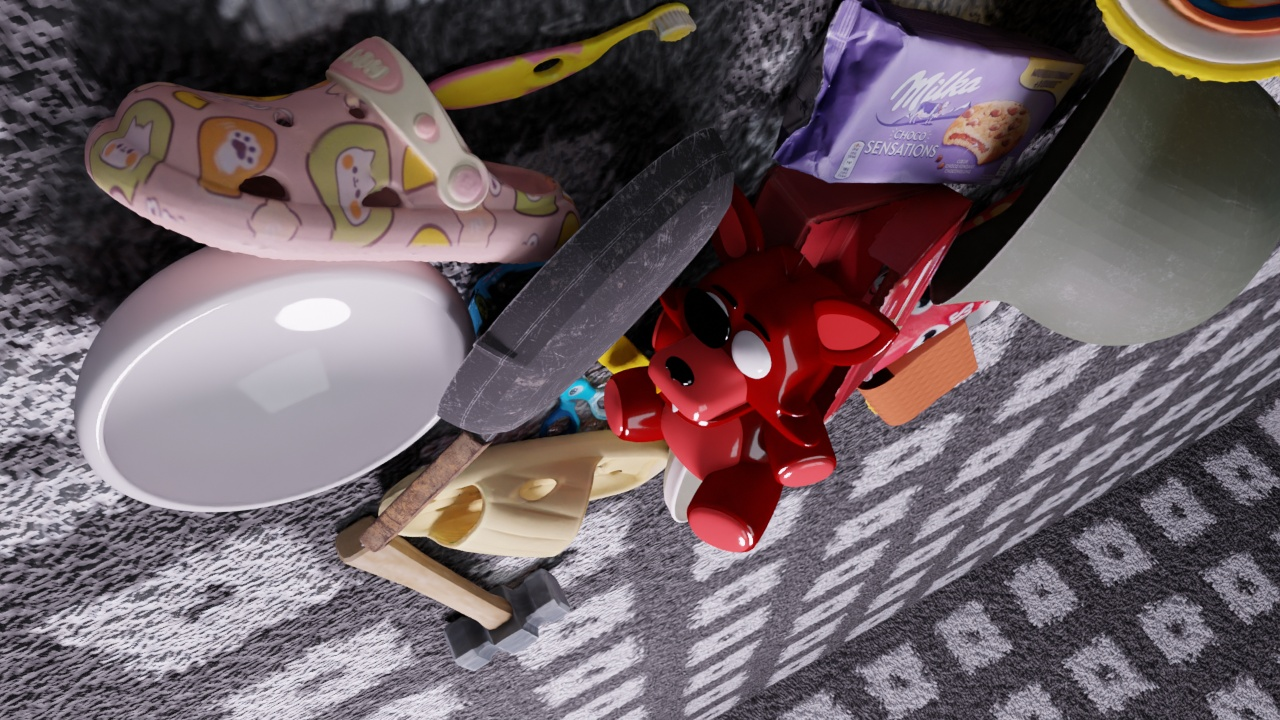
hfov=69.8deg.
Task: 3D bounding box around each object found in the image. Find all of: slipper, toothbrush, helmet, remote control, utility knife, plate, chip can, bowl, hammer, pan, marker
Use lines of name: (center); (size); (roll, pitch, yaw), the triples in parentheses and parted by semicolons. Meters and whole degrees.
slipper: (-0.071, 0.111, 0.703); (0.260, 0.079, 0.112); (-8, 156, -40)
toothbrush: (-0.035, -0.137, 0.415); (0.135, 0.016, 0.021); (-24, 156, -16)
helmet: (0.292, -0.252, 0.406); (0.209, 0.139, 0.241); (39, 118, -18)
remote control: (0.350, -0.079, 0.897); (0.043, 0.013, 0.137); (-21, 150, -21)
slipper: (-0.107, -0.087, 0.366); (0.196, 0.093, 0.082); (0, 113, -42)
utility knife: (-0.004, 0.004, 0.674); (0.030, 0.017, 0.155); (-40, 152, 4)
helmet: (0.325, -0.107, 0.602); (0.266, 0.154, 0.228); (-56, 176, -42)
plate: (0.071, 0.050, 0.759); (0.181, 0.034, 0.183); (-44, 156, -27)
chip can: (0.266, -0.074, 0.760); (0.233, 0.073, 0.073); (-31, 152, -3)
bowl: (-0.172, -0.004, 0.437); (0.176, 0.066, 0.177); (-24, 151, -14)
hammer: (-0.165, 0.199, 0.798); (0.117, 0.051, 0.323); (-31, 150, -1)
pan: (-0.066, 0.016, 0.514); (0.358, 0.040, 0.207); (-48, 178, 31)
marker: (0.036, -0.006, 0.701); (0.138, 0.016, 0.022); (21, 100, -57)

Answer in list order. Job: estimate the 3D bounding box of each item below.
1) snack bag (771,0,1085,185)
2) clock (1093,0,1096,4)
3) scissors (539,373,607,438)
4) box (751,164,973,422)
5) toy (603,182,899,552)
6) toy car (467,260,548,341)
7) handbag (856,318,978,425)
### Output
snack bag: (0.170, -0.157, 0.546); (0.205, 0.058, 0.097); (-6, 140, -36)
clock: (0.311, -0.262, 0.527); (0.090, 0.052, 0.130); (-9, 149, -36)
scissors: (-0.054, 0.025, 0.663); (0.083, 0.015, 0.140); (-29, 155, -1)
box: (0.133, -0.062, 0.639); (0.136, 0.122, 0.158); (-35, 155, -36)
toy: (0.060, 0.007, 0.574); (0.120, 0.158, 0.198); (-18, 144, -33)
toy car: (-0.079, -0.030, 0.527); (0.048, 0.032, 0.106); (-17, 162, -28)
handbag: (0.257, 0.003, 0.884); (0.109, 0.060, 0.172); (-42, 154, 8)
